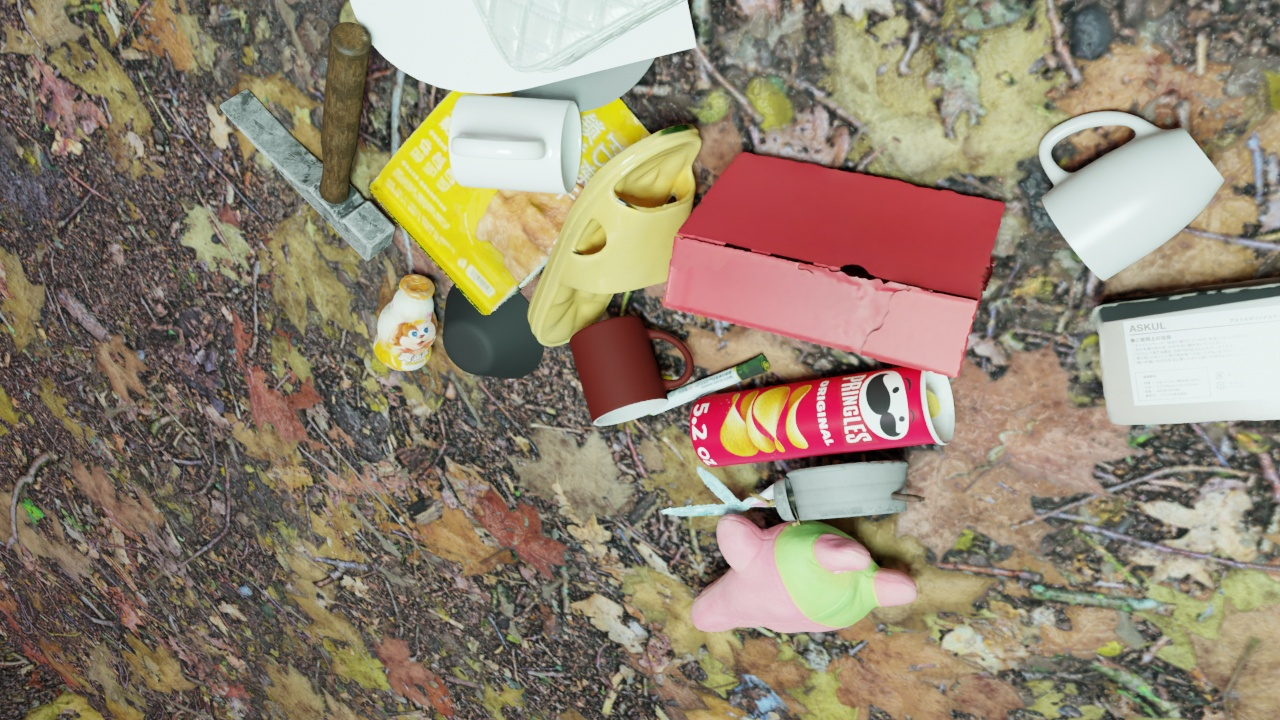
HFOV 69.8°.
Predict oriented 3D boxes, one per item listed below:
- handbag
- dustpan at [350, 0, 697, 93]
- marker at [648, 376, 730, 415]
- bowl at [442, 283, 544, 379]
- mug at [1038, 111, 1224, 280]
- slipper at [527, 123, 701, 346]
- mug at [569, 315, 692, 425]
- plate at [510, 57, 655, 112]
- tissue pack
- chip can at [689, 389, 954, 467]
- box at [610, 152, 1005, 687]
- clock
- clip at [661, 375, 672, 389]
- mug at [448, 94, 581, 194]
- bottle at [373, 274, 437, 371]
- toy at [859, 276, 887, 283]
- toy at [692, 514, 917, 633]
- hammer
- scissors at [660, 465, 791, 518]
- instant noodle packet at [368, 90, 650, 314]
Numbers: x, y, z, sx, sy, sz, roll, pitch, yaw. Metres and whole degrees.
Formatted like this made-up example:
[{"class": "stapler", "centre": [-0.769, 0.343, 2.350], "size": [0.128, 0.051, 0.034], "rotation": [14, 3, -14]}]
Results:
[{"class": "handbag", "centre": [-0.031, -0.299, 0.648], "size": [0.195, 0.072, 0.139], "rotation": [-23, 98, 16]}, {"class": "dustpan", "centre": [-0.100, -0.314, 0.719], "size": [0.258, 0.053, 0.191], "rotation": [-10, 109, 12]}, {"class": "marker", "centre": [0.060, 0.025, 0.873], "size": [0.147, 0.017, 0.017], "rotation": [-23, 105, 38]}, {"class": "bowl", "centre": [-0.166, -0.023, 0.952], "size": [0.124, 0.052, 0.124], "rotation": [15, 125, 22]}, {"class": "mug", "centre": [0.318, -0.123, 0.609], "size": [0.090, 0.071, 0.107], "rotation": [-38, 68, 31]}, {"class": "slipper", "centre": [-0.020, -0.086, 0.792], "size": [0.078, 0.099, 0.264], "rotation": [57, 138, 19]}, {"class": "mug", "centre": [-0.005, 0.005, 0.852], "size": [0.106, 0.073, 0.082], "rotation": [-18, 76, 3]}, {"class": "plate", "centre": [-0.060, -0.291, 0.735], "size": [0.178, 0.012, 0.178], "rotation": [7, 112, 17]}, {"class": "tissue pack", "centre": [0.416, -0.004, 0.626], "size": [0.182, 0.071, 0.104], "rotation": [-9, 98, 31]}, {"class": "chip can", "centre": [0.152, 0.050, 0.801], "size": [0.221, 0.069, 0.069], "rotation": [-11, 112, 35]}, {"class": "box", "centre": [0.122, 0.032, 0.691], "size": [0.213, 0.148, 0.375], "rotation": [15, 99, 20]}, {"class": "clock", "centre": [0.168, 0.113, 0.801], "size": [0.148, 0.104, 0.056], "rotation": [-9, 79, 18]}, {"class": "clip", "centre": [0.000, 0.015, 0.897], "size": [0.054, 0.048, 0.046], "rotation": [-5, 140, 34]}, {"class": "mug", "centre": [-0.103, -0.171, 0.729], "size": [0.090, 0.110, 0.074], "rotation": [6, 107, 8]}, {"class": "bottle", "centre": [-0.248, -0.041, 0.981], "size": [0.063, 0.063, 0.109], "rotation": [32, 130, 9]}, {"class": "toy", "centre": [0.189, -0.034, 0.730], "size": [0.135, 0.045, 0.091], "rotation": [17, 162, 30]}, {"class": "toy", "centre": [0.140, 0.217, 0.887], "size": [0.192, 0.096, 0.237], "rotation": [40, 133, -24]}, {"class": "hammer", "centre": [-0.302, -0.234, 0.839], "size": [0.217, 0.037, 0.301], "rotation": [46, 153, -2]}, {"class": "scissors", "centre": [0.113, 0.143, 0.886], "size": [0.176, 0.013, 0.170], "rotation": [-23, 128, 23]}, {"class": "instant noodle packet", "centre": [-0.108, -0.174, 0.819], "size": [0.222, 0.084, 0.163], "rotation": [-39, 94, 26]}]
